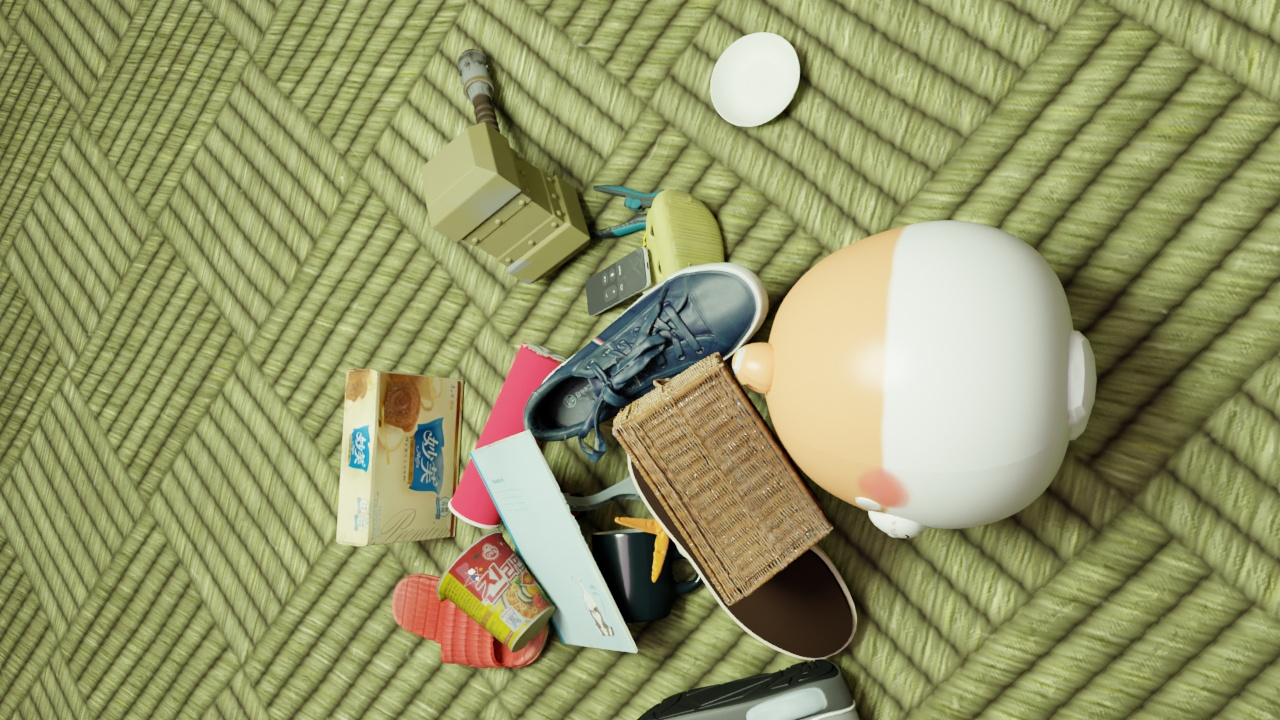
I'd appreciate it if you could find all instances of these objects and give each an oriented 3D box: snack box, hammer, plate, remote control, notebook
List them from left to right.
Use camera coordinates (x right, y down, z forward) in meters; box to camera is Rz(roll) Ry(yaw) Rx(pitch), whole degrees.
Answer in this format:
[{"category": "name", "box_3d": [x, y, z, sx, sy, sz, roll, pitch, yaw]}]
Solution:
[{"category": "snack box", "box_3d": [-0.293, 0.118, 1.133, 0.055, 0.153, 0.207, 0, 85, 31]}, {"category": "hammer", "box_3d": [-0.182, -0.271, 1.122, 0.101, 0.190, 0.324, -34, 53, 22]}, {"category": "notebook", "box_3d": [-0.101, 0.202, 1.005, 0.181, 0.009, 0.253, -23, 93, 59]}, {"category": "remote control", "box_3d": [-0.028, -0.088, 1.044, 0.147, 0.008, 0.045, -21, 73, 60]}, {"category": "plate", "box_3d": [0.129, -0.306, 1.011, 0.104, 0.026, 0.104, -3, 84, 28]}]

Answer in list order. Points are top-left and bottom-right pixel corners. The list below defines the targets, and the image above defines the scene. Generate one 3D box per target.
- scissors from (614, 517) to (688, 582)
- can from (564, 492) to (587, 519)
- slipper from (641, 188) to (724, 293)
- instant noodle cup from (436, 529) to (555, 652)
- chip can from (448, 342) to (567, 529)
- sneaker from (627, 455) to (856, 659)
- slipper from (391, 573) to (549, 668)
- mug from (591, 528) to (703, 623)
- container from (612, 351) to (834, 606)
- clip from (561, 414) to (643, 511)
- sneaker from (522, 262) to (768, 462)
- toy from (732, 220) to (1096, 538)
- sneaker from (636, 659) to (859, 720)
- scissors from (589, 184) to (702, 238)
[{"category": "scissors", "box_3d": [0.029, 0.179, 0.979, 0.011, 0.131, 0.125, -36, 33, 50]}, {"category": "can", "box_3d": [-0.094, 0.170, 1.059, 0.032, 0.080, 0.031, -3, 84, 29]}, {"category": "slipper", "box_3d": [0.043, -0.091, 1.016, 0.082, 0.091, 0.190, -18, 77, 51]}, {"category": "instant noodle cup", "box_3d": [-0.158, 0.267, 1.049, 0.112, 0.100, 0.100, 40, 104, 19]}, {"category": "chip can", "box_3d": [-0.156, 0.090, 1.109, 0.069, 0.069, 0.221, 30, 100, 28]}, {"category": "sneaker", "box_3d": [0.103, 0.178, 0.952, 0.294, 0.116, 0.112, 45, 100, 5]}, {"category": "slipper", "box_3d": [-0.223, 0.320, 1.131, 0.249, 0.059, 0.103, 2, 86, 30]}, {"category": "mug", "box_3d": [0.010, 0.233, 1.003, 0.121, 0.085, 0.094, -4, 83, 0]}, {"category": "container", "box_3d": [0.073, 0.098, 0.826, 0.113, 0.113, 0.198, -34, 93, 6]}, {"category": "clip", "box_3d": [-0.032, 0.097, 1.040, 0.168, 0.031, 0.164, 5, 66, -5]}, {"category": "sneaker", "box_3d": [-0.005, 0.005, 0.922, 0.295, 0.127, 0.120, -32, 89, 23]}, {"category": "toy", "box_3d": [0.231, 0.018, 0.784, 0.281, 0.262, 0.265, 0, 78, 24]}, {"category": "sneaker", "box_3d": [0.112, 0.407, 0.927, 0.257, 0.093, 0.160, -26, 82, 26]}, {"category": "scissors", "box_3d": [-0.005, -0.174, 1.078, 0.151, 0.019, 0.119, 43, 105, 23]}]
